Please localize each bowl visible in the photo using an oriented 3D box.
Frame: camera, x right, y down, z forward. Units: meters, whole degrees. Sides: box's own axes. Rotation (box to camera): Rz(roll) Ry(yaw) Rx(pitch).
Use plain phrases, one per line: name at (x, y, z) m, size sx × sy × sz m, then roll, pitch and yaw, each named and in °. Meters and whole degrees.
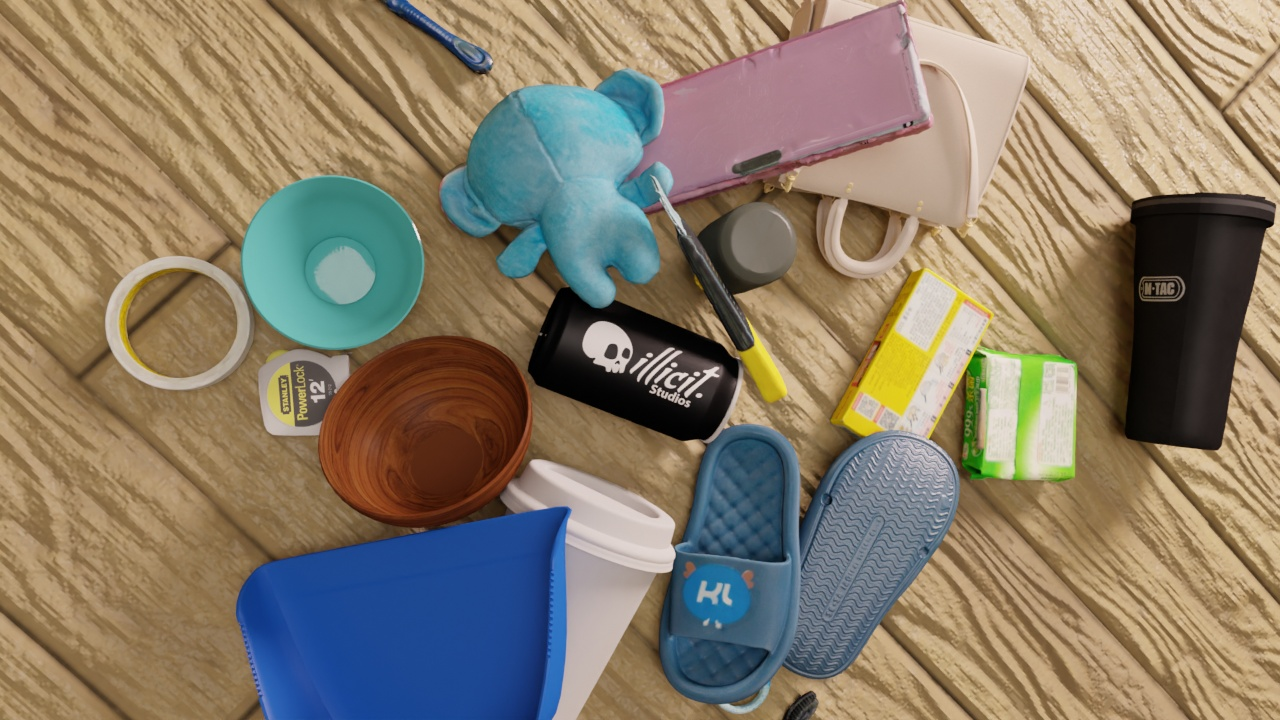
bowl at (-0.143, 0.060, 0.650) m, size 0.147 × 0.069 × 0.147 m, roll -4°, pitch 54°, yaw 5°
bowl at (-0.217, -0.067, 0.659) m, size 0.121 × 0.046 × 0.121 m, roll 0°, pitch 88°, yaw -12°

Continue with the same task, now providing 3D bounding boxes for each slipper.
slipper at (0.168, 0.150, 0.731) m, size 0.104 × 0.059 × 0.213 m, roll 32°, pitch 88°, yaw 0°
slipper at (0.073, 0.152, 0.695) m, size 0.104 × 0.059 × 0.213 m, roll 10°, pitch 79°, yaw 15°

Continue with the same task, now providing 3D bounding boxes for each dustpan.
dustpan at (-0.135, 0.243, 0.584) m, size 0.246 × 0.059 × 0.257 m, roll -13°, pitch 89°, yaw 18°

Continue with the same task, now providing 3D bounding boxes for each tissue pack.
tissue pack at (0.321, 0.047, 0.780) m, size 0.099 × 0.034 × 0.114 m, roll 6°, pitch 86°, yaw -15°

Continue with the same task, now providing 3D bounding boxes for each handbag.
handbag at (0.190, -0.165, 0.737) m, size 0.194 × 0.101 × 0.198 m, roll 12°, pitch 98°, yaw -12°

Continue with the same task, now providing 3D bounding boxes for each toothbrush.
toothbrush at (0.078, 0.337, 0.726) m, size 0.014 × 0.017 × 0.188 m, roll 44°, pitch 81°, yaw -9°

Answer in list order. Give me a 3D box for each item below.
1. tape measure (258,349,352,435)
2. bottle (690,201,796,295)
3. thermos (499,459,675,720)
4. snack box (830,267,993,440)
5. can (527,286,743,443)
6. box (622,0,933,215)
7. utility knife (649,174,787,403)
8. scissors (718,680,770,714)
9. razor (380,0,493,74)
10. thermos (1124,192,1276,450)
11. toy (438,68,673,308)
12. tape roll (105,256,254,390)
tape measure at (-0.241, 0.023, 0.665) m, size 0.065 × 0.017 × 0.064 m, roll -4°, pitch 89°, yaw -13°
bottle at (0.073, -0.081, 0.691) m, size 0.060 × 0.108 × 0.060 m, roll 0°, pitch 88°, yaw -13°
thermos at (-0.070, 0.194, 0.649) m, size 0.131 × 0.131 × 0.222 m, roll 23°, pitch 91°, yaw -11°
snack box at (0.227, 0.006, 0.765) m, size 0.075 × 0.025 × 0.152 m, roll 32°, pitch 81°, yaw -10°
can at (-0.004, 0.004, 0.686) m, size 0.146 × 0.080 × 0.080 m, roll 22°, pitch 83°, yaw -11°
box at (0.088, -0.181, 0.676) m, size 0.233 × 0.041 × 0.098 m, roll -12°, pitch 94°, yaw 21°
utility knife at (0.055, -0.047, 0.651) m, size 0.020 × 0.028 × 0.198 m, roll -26°, pitch 117°, yaw 13°
scissors at (0.104, 0.236, 0.735) m, size 0.125 × 0.016 × 0.125 m, roll 25°, pitch 83°, yaw -11°
razor at (-0.172, -0.260, 0.690) m, size 0.141 × 0.018 × 0.043 m, roll 35°, pitch 81°, yaw -13°
thermos at (0.468, -0.037, 0.785) m, size 0.105 × 0.106 × 0.218 m, roll 6°, pitch 92°, yaw -12°
toy at (-0.046, -0.119, 0.669) m, size 0.183 × 0.115 × 0.180 m, roll -30°, pitch 74°, yaw 0°
tape roll at (-0.324, -0.026, 0.648) m, size 0.094 × 0.019 × 0.094 m, roll 1°, pitch 88°, yaw -12°
